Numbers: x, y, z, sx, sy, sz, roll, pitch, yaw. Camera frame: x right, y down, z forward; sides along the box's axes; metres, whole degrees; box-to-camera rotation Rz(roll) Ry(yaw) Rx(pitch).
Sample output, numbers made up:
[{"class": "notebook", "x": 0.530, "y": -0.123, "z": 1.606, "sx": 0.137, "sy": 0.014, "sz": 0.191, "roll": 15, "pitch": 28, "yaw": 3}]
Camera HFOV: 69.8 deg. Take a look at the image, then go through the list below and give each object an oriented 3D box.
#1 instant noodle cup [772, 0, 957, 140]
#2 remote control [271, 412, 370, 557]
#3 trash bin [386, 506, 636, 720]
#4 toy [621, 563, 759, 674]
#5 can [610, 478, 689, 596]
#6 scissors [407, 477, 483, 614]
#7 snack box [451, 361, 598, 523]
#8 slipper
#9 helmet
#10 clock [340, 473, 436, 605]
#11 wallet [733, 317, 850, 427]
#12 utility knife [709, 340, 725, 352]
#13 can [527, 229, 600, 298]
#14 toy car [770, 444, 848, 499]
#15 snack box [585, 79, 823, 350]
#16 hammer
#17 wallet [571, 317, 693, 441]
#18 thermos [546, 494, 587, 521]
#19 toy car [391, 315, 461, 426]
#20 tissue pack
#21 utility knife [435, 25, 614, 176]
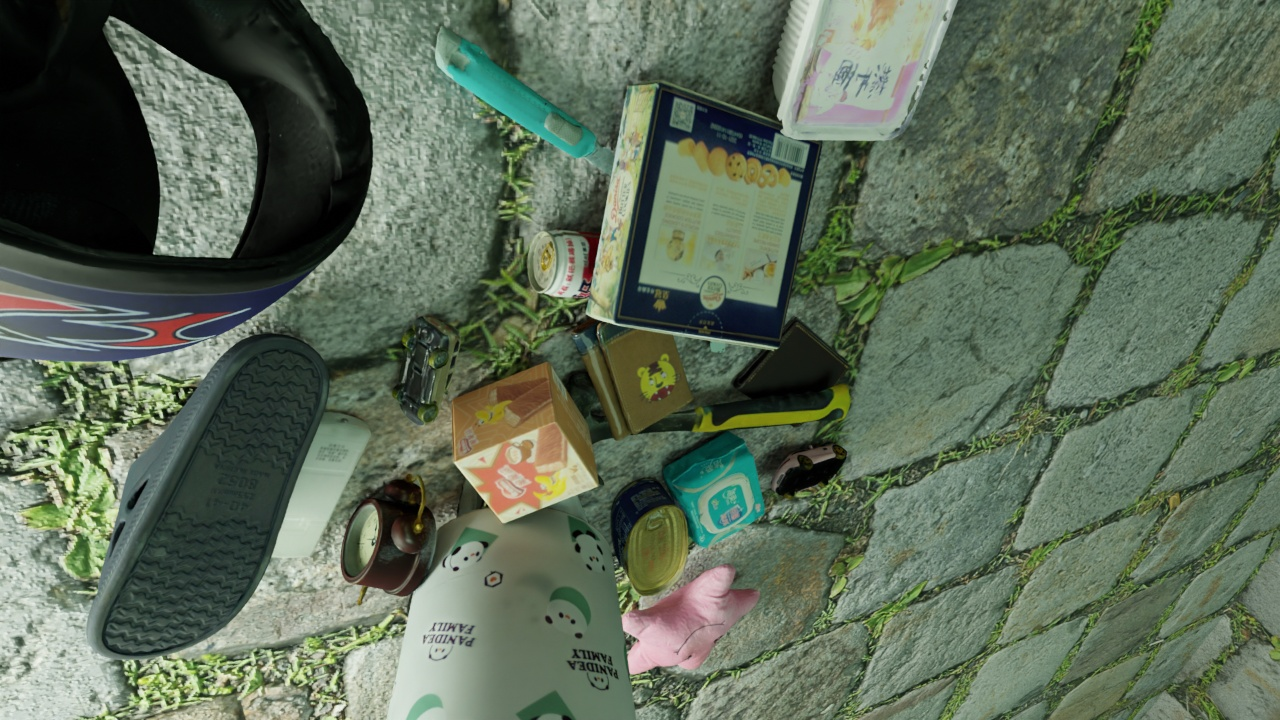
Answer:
[{"class": "instant noodle cup", "x": 0.170, "y": -0.264, "z": 0.715, "sx": 0.137, "sy": 0.060, "sz": 0.174, "roll": -7, "pitch": 130, "yaw": -29}, {"class": "remote control", "x": -0.279, "y": 0.106, "z": 0.766, "sx": 0.058, "sy": 0.021, "sz": 0.150, "roll": 13, "pitch": 118, "yaw": -39}, {"class": "trash bin", "x": -0.110, "y": 0.279, "z": 0.795, "sx": 0.229, "sy": 0.251, "sz": 0.230, "roll": -3, "pitch": 135, "yaw": -3}, {"class": "toy", "x": 0.066, "y": 0.328, "z": 1.139, "sx": 0.194, "sy": 0.074, "sz": 0.179, "roll": -23, "pitch": 135, "yaw": -16}, {"class": "can", "x": 0.010, "y": 0.196, "z": 1.009, "sx": 0.074, "sy": 0.049, "sz": 0.148, "roll": -21, "pitch": 134, "yaw": -18}, {"class": "scissors", "x": -0.185, "y": 0.183, "z": 0.892, "sx": 0.142, "sy": 0.021, "sz": 0.235, "roll": -22, "pitch": 135, "yaw": -15}, {"class": "snack box", "x": -0.100, "y": 0.072, "z": 0.792, "sx": 0.094, "sy": 0.077, "sz": 0.093, "roll": -22, "pitch": 132, "yaw": 6}, {"class": "slipper", "x": -0.327, "y": 0.097, "z": 0.696, "sx": 0.110, "sy": 0.083, "sz": 0.268, "roll": 26, "pitch": 91, "yaw": -46}, {"class": "helmet", "x": -0.310, "y": -0.108, "z": 0.403, "sx": 0.241, "sy": 0.246, "sz": 0.315, "roll": -18, "pitch": 146, "yaw": 41}, {"class": "clock", "x": -0.216, "y": 0.154, "z": 0.805, "sx": 0.055, "sy": 0.082, "sz": 0.122, "roll": 22, "pitch": 114, "yaw": -36}, {"class": "wallet", "x": 0.164, "y": 0.016, "z": 0.979, "sx": 0.096, "sy": 0.020, "sz": 0.122, "roll": -50, "pitch": 135, "yaw": 8}, {"class": "utility knife", "x": 0.072, "y": -0.078, "z": 0.841, "sx": 0.034, "sy": 0.018, "sz": 0.195, "roll": -21, "pitch": 136, "yaw": -18}, {"class": "can", "x": -0.023, "y": -0.077, "z": 0.753, "sx": 0.132, "sy": 0.053, "sz": 0.053, "roll": 0, "pitch": 125, "yaw": -33}, {"class": "toy car", "x": 0.197, "y": 0.127, "z": 1.084, "sx": 0.122, "sy": 0.037, "sz": 0.056, "roll": -7, "pitch": 133, "yaw": -44}, {"class": "snack box", "x": 0.055, "y": -0.109, "z": 0.734, "sx": 0.177, "sy": 0.046, "sz": 0.182, "roll": 7, "pitch": 97, "yaw": -37}, {"class": "hammer", "x": 0.071, "y": 0.059, "z": 0.928, "sx": 0.322, "sy": 0.032, "sz": 0.126, "roll": -4, "pitch": 129, "yaw": -24}, {"class": "wallet", "x": -0.005, "y": 0.005, "z": 0.821, "sx": 0.090, "sy": 0.033, "sz": 0.115, "roll": -29, "pitch": 117, "yaw": -21}, {"class": "thermos", "x": -0.079, "y": 0.180, "z": 0.929, "sx": 0.073, "sy": 0.073, "sz": 0.224, "roll": -26, "pitch": 136, "yaw": -11}, {"class": "toy car", "x": -0.171, "y": 0.010, "z": 0.739, "sx": 0.035, "sy": 0.042, "sz": 0.091, "roll": -12, "pitch": 129, "yaw": -50}, {"class": "tissue pack", "x": 0.083, "y": 0.142, "z": 1.010, "sx": 0.093, "sy": 0.050, "sz": 0.133, "roll": -29, "pitch": 136, "yaw": -8}, {"class": "utility knife", "x": -0.062, "y": -0.173, "z": 0.675, "sx": 0.223, "sy": 0.013, "sz": 0.029, "roll": 25, "pitch": 110, "yaw": -43}]
